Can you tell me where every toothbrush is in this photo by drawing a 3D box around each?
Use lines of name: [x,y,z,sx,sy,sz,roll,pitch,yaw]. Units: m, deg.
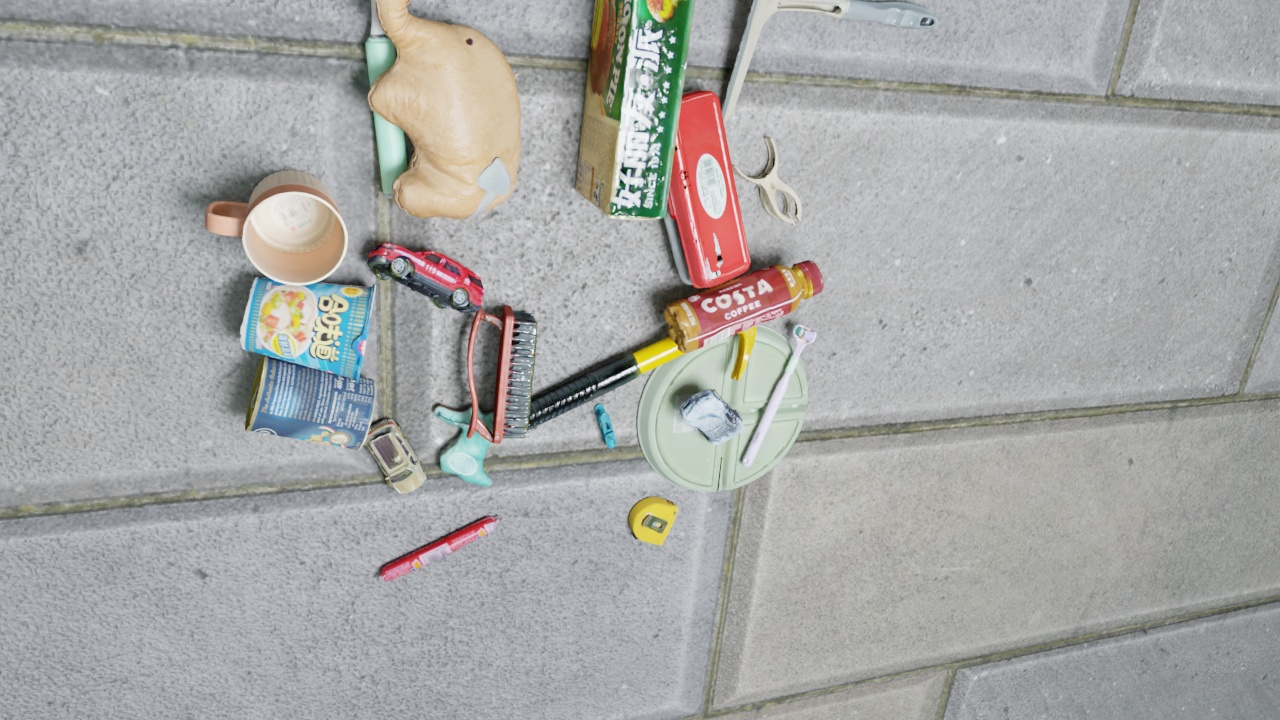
toothbrush: [-0.235,-0.259,0.840,0.027,0.026,0.225,-7,114,-14]
toothbrush: [0.164,0.047,1.108,0.021,0.029,0.189,-9,124,-61]

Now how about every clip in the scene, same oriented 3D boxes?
clip: [0.143,-0.191,1.019,0.064,0.034,0.098,-39,116,-1]
clip: [-0.040,0.077,1.071,0.014,0.041,0.056,-20,125,-12]

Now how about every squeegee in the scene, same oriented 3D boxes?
squeegee: [0.210,-0.369,0.963,0.246,0.039,0.247,-7,132,-25]

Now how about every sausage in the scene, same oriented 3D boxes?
sausage: [-0.231,0.217,1.057,0.155,0.020,0.020,-25,119,-10]

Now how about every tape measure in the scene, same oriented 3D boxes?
tape measure: [0.016,0.200,1.143,0.057,0.029,0.060,20,104,-27]

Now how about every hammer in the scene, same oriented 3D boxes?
hammer: [-0.006,0.006,1.034,0.300,0.033,0.129,-25,97,-5]

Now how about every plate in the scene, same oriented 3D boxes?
plate: [0.107,0.064,1.121,0.230,0.027,0.230,-8,114,-19]

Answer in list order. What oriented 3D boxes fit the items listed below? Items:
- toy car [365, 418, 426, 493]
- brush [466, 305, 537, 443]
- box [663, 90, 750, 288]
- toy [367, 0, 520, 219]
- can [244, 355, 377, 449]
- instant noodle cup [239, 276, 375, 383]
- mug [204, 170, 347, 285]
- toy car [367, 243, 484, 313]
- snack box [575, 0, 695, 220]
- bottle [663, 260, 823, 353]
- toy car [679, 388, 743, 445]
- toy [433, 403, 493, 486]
toy car: [-0.263,0.107,0.987,0.042,0.035,0.090,-26,122,-8]
brush: [-0.149,0.018,0.967,0.069,0.063,0.146,4,104,-12]
box: [0.061,-0.181,0.977,0.090,0.068,0.201,-26,113,-29]
toy: [-0.175,-0.239,0.833,0.143,0.082,0.226,-28,125,-33]
can: [-0.325,0.043,0.909,0.111,0.075,0.075,14,106,-27]
instant noodle cup: [-0.315,-0.036,0.873,0.110,0.099,0.099,11,108,-17]
mug: [-0.324,-0.123,0.817,0.114,0.106,0.082,2,111,-23]
toy car: [-0.211,-0.085,0.912,0.120,0.053,0.045,25,74,-35]
snack box: [-0.008,-0.264,0.877,0.063,0.114,0.240,0,112,-21]
bottle: [0.115,-0.063,1.000,0.174,0.057,0.057,-21,119,-13]
toy car: [0.084,0.068,1.061,0.049,0.031,0.105,-34,142,11]
toy: [-0.191,0.086,1.011,0.096,0.030,0.092,25,97,-21]
